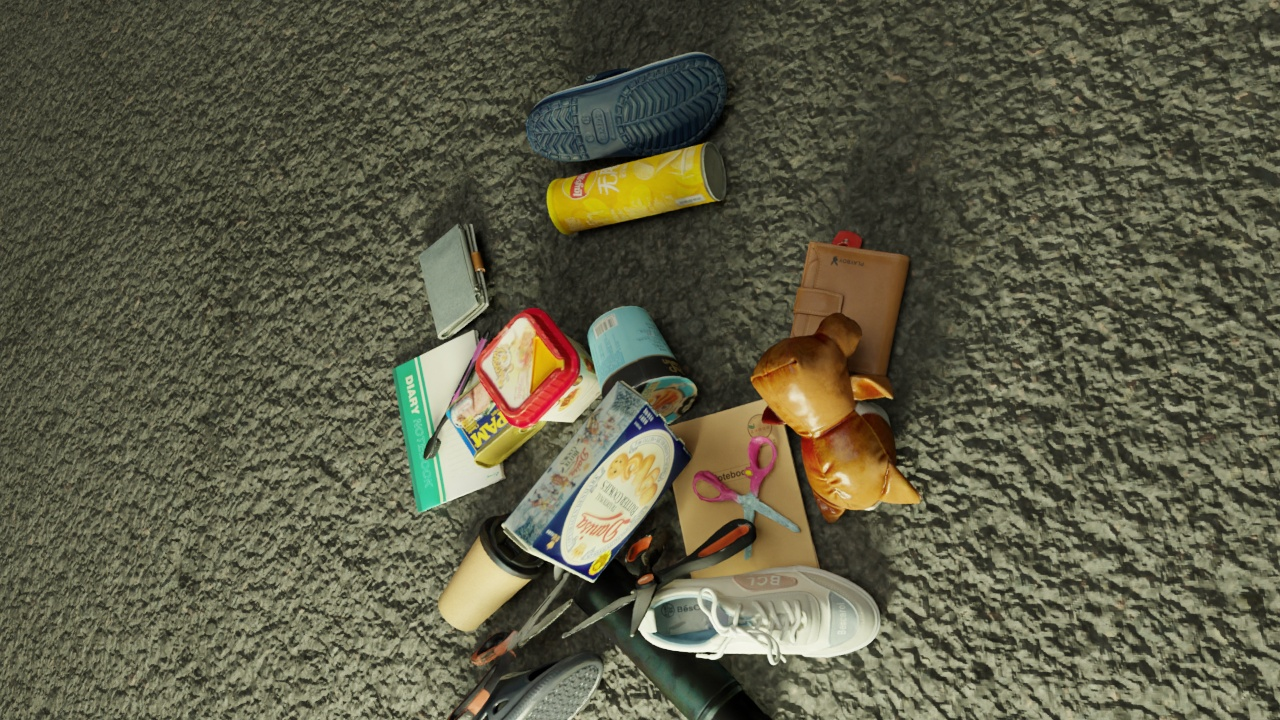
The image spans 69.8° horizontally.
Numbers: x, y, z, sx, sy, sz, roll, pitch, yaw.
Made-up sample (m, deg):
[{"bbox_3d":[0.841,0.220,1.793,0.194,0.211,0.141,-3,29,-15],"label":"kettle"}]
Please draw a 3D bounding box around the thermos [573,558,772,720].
[{"bbox_3d":[0.027,0.325,0.982,0.242,0.068,0.090,41,122,29],"label":"thermos"}]

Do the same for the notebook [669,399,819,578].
[{"bbox_3d":[0.106,0.156,0.995,0.148,0.008,0.207,-18,75,27],"label":"notebook"}]

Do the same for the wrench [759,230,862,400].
[{"bbox_3d":[0.170,-0.016,1.003,0.056,0.016,0.273,31,95,30],"label":"wrench"}]

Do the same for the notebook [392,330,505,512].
[{"bbox_3d":[-0.258,0.081,1.222,0.151,0.012,0.209,-23,69,24],"label":"notebook"}]

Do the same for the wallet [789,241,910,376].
[{"bbox_3d":[0.217,-0.054,0.965,0.108,0.031,0.131,12,87,16],"label":"wallet"}]

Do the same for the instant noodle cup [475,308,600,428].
[{"bbox_3d":[-0.110,0.016,1.088,0.117,0.124,0.116,-46,63,13],"label":"instant noodle cup"}]

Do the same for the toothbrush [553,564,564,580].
[{"bbox_3d":[-0.074,0.172,1.098,0.017,0.016,0.187,13,85,21],"label":"toothbrush"}]

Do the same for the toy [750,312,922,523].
[{"bbox_3d":[0.195,0.062,0.910,0.140,0.130,0.199,-30,84,55],"label":"toy"}]

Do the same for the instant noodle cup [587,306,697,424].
[{"bbox_3d":[-0.006,0.006,1.052,0.111,0.111,0.120,-34,56,18],"label":"instant noodle cup"}]

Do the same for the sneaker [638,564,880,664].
[{"bbox_3d":[0.113,0.249,0.901,0.242,0.090,0.089,-2,83,9],"label":"sneaker"}]

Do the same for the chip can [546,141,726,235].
[{"bbox_3d":[-0.007,-0.206,1.108,0.214,0.072,0.072,-8,76,28],"label":"chip can"}]

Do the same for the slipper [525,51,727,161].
[{"bbox_3d":[-0.015,-0.306,1.128,0.253,0.105,0.095,-12,31,13],"label":"slipper"}]

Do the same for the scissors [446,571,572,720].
[{"bbox_3d":[-0.150,0.330,1.043,0.015,0.188,0.224,43,126,-9],"label":"scissors"}]

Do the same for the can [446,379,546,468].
[{"bbox_3d":[-0.182,0.070,1.146,0.102,0.057,0.083,-40,65,4],"label":"can"}]

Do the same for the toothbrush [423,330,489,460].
[{"bbox_3d":[-0.239,0.046,1.205,0.014,0.017,0.189,26,90,30],"label":"toothbrush"}]

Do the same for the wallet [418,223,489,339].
[{"bbox_3d":[-0.249,-0.109,1.243,0.107,0.037,0.129,-31,65,32],"label":"wallet"}]

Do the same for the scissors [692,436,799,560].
[{"bbox_3d":[0.110,0.146,0.981,0.135,0.017,0.133,3,89,27],"label":"scissors"}]

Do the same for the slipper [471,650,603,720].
[{"bbox_3d":[-0.155,0.406,1.041,0.268,0.110,0.083,-49,58,15],"label":"slipper"}]

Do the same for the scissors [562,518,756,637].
[{"bbox_3d":[0.020,0.212,0.930,0.232,0.221,0.022,-23,99,-5],"label":"scissors"}]

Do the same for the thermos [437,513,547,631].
[{"bbox_3d":[-0.179,0.256,1.101,0.143,0.093,0.093,-51,61,20],"label":"thermos"}]

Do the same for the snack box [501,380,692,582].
[{"bbox_3d":[-0.036,0.131,0.942,0.046,0.178,0.182,35,82,27],"label":"snack box"}]
